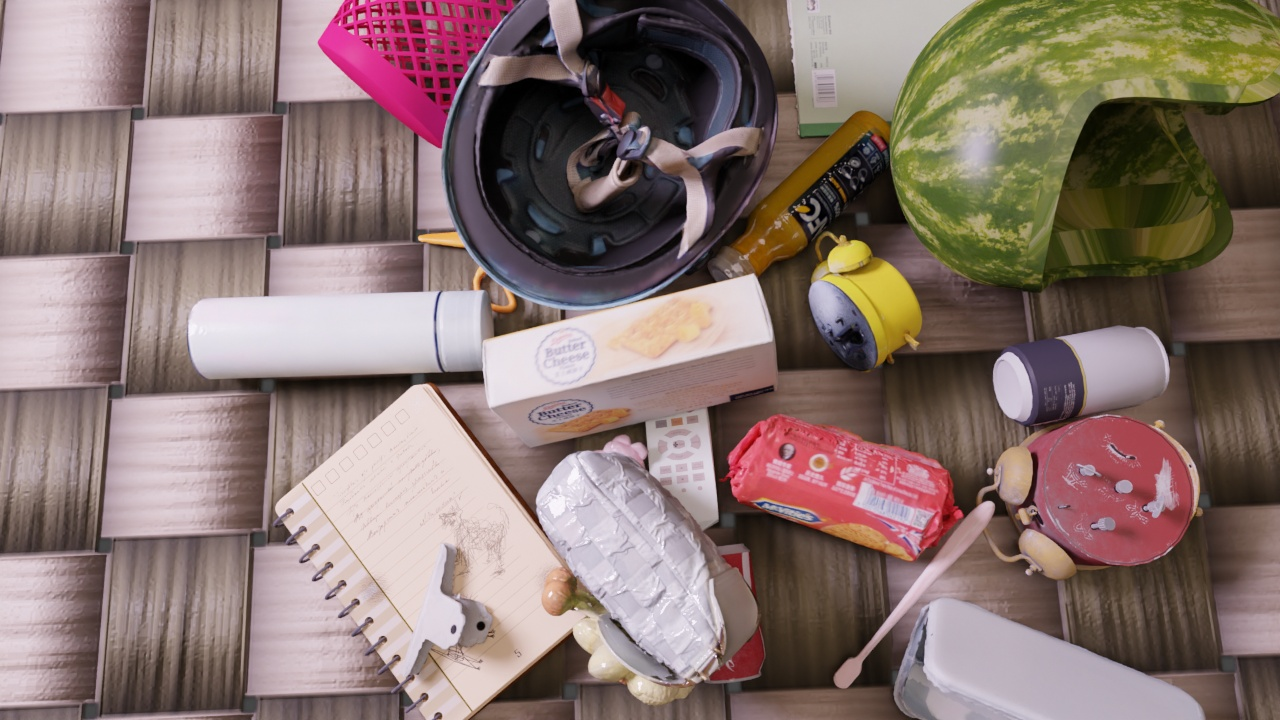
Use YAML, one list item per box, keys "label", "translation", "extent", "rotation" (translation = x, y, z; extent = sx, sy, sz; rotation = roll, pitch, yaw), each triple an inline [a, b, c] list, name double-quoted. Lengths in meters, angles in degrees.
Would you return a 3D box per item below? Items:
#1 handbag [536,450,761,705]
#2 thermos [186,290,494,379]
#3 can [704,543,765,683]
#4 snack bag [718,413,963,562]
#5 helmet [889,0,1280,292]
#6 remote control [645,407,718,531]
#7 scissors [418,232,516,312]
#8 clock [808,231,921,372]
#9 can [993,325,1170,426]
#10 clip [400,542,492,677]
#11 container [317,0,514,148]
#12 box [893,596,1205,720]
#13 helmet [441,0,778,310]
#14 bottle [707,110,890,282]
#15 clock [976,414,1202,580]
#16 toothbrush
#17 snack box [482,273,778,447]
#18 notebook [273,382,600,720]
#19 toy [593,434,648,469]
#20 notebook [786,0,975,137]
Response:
- label: "handbag"
  translation: [-0.008, 0.148, 0.632]
  extent: [0.123, 0.112, 0.171]
  rotation: [-45, 73, 12]
- label: "thermos"
  translation: [-0.234, -0.021, 0.733]
  extent: [0.230, 0.068, 0.068]
  rotation: [-2, 78, 0]
- label: "can"
  translation: [0.062, 0.189, 0.691]
  extent: [0.054, 0.054, 0.096]
  rotation: [-7, 78, -1]
- label: "snack bag"
  translation: [0.154, 0.093, 0.700]
  extent: [0.176, 0.082, 0.082]
  rotation: [19, 78, 4]
- label: "helmet"
  translation: [0.309, -0.172, 0.684]
  extent: [0.247, 0.213, 0.242]
  rotation: [-17, 54, 5]
- label: "remote control"
  translation: [0.032, 0.067, 0.727]
  extent: [0.049, 0.024, 0.143]
  rotation: [-8, 66, 8]
- label: "scissors"
  translation: [-0.121, -0.102, 0.777]
  extent: [0.129, 0.011, 0.125]
  rotation: [-24, 80, -6]
- label: "clock"
  translation: [0.170, -0.048, 0.728]
  extent: [0.057, 0.083, 0.118]
  rotation: [-30, 82, -12]
- label: "can"
  translation: [0.351, 0.010, 0.723]
  extent: [0.127, 0.064, 0.064]
  rotation: [-10, 78, -2]
- label: "clip"
  translation: [-0.139, 0.190, 0.674]
  extent: [0.054, 0.038, 0.101]
  rotation: [14, 85, 32]
- label: "container"
  translation: [-0.140, -0.301, 0.747]
  extent: [0.183, 0.183, 0.225]
  rotation: [38, 88, 8]
- label: "box"
  translation: [0.300, 0.241, 0.653]
  extent: [0.216, 0.110, 0.107]
  rotation: [20, 75, 4]
- label: "helmet"
  translation: [-0.030, -0.157, 0.706]
  extent: [0.225, 0.167, 0.265]
  rotation: [41, 81, -8]
- label: "bottle"
  translation: [0.134, -0.128, 0.759]
  extent: [0.186, 0.053, 0.053]
  rotation: [-44, 81, -8]
- label: "clock"
  translation: [0.334, 0.104, 0.694]
  extent: [0.159, 0.081, 0.117]
  rotation: [-17, 78, -3]
- label: "toothbrush"
  translation: [0.207, 0.176, 0.693]
  extent: [0.016, 0.018, 0.181]
  rotation: [40, 93, 15]
- label: "snack box"
  translation: [-0.004, 0.004, 0.689]
  extent: [0.208, 0.104, 0.057]
  rotation: [-14, 67, 5]
- label: "notebook"
  translation: [-0.161, 0.152, 0.703]
  extent: [0.167, 0.024, 0.225]
  rotation: [-40, 80, 2]
- label: "toy"
  translation: [-0.035, 0.116, 0.715]
  extent: [0.076, 0.037, 0.125]
  rotation: [25, 89, 6]
- label: "notebook"
  translation: [0.260, -0.287, 0.816]
  extent: [0.252, 0.010, 0.181]
  rotation: [-3, 78, 0]
